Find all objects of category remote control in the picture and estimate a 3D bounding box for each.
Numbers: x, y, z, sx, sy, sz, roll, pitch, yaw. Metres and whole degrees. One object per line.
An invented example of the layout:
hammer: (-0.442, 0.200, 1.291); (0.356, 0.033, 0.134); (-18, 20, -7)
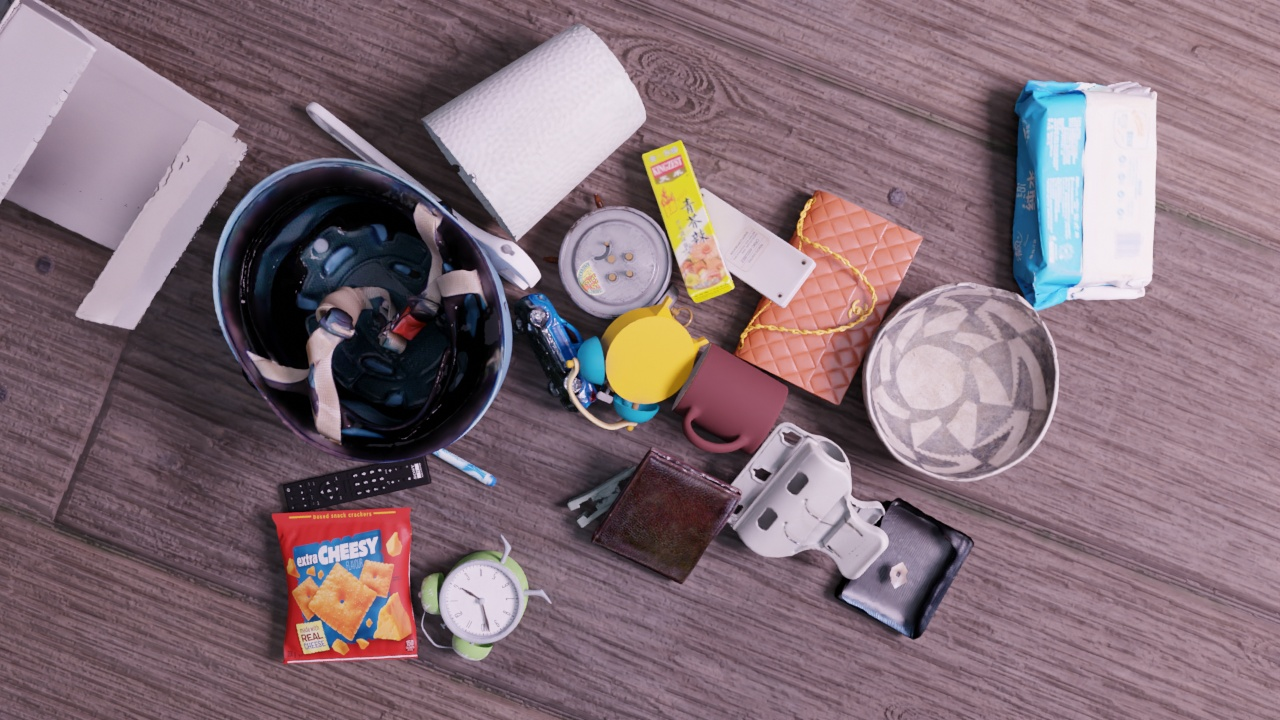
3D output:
remote control: (0.094, -0.105, 0.848); (0.136, 0.011, 0.050); (38, 96, 24)
remote control: (-0.273, 0.119, 0.884); (0.140, 0.009, 0.030); (-13, 92, 0)

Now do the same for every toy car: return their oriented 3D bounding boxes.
toy car: (-0.077, -0.009, 0.860); (0.043, 0.056, 0.120); (-32, 97, -24)

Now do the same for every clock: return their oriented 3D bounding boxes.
clock: (-0.012, -0.081, 0.855); (0.148, 0.056, 0.104); (39, 92, 1)
clock: (-0.005, 0.005, 0.832); (0.129, 0.043, 0.099); (-42, 118, 1)
clock: (-0.154, 0.229, 0.871); (0.119, 0.042, 0.094); (-34, 90, 1)

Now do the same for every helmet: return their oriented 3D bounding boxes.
helmet: (-0.233, -0.041, 0.799); (0.225, 0.167, 0.265); (-39, 93, -1)

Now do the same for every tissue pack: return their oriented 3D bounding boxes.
tissue pack: (0.408, -0.152, 0.847); (0.117, 0.066, 0.209); (-2, 93, -1)

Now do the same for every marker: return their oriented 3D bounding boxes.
marker: (-0.202, 0.084, 0.881); (0.142, 0.013, 0.013); (30, 91, -1)

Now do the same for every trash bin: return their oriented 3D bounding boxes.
trash bin: (-0.090, -0.208, 0.819); (0.161, 0.133, 0.133); (-39, 91, -4)

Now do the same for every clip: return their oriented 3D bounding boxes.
clip: (0.155, 0.136, 0.844); (0.144, 0.075, 0.125); (33, 120, -3)
clip: (-0.031, 0.130, 0.878); (0.076, 0.023, 0.045); (-31, 93, 3)

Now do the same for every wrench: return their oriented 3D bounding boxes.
wrench: (-0.203, -0.154, 0.853); (0.273, 0.066, 0.018); (38, 76, 3)

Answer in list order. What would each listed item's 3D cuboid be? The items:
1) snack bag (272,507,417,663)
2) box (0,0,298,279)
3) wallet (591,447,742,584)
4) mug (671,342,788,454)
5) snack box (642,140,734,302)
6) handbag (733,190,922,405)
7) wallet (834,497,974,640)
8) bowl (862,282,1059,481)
snack bag: (-0.279, 0.213, 0.872); (0.131, 0.039, 0.144); (-3, 92, 0)
box: (-0.464, -0.180, 0.812); (0.172, 0.380, 0.167); (34, 91, 16)
wallet: (0.024, 0.145, 0.853); (0.099, 0.031, 0.120); (26, 117, -9)
mug: (0.077, 0.046, 0.838); (0.082, 0.105, 0.073); (30, 136, -1)
snack box: (0.043, -0.128, 0.845); (0.040, 0.029, 0.148); (-20, 76, 10)
handbag: (0.172, -0.059, 0.855); (0.109, 0.060, 0.172); (26, 92, 3)
wallet: (0.250, 0.197, 0.877); (0.089, 0.026, 0.115); (29, 92, 0)
bowl: (0.281, 0.019, 0.844); (0.178, 0.081, 0.178); (0, 92, -4)
